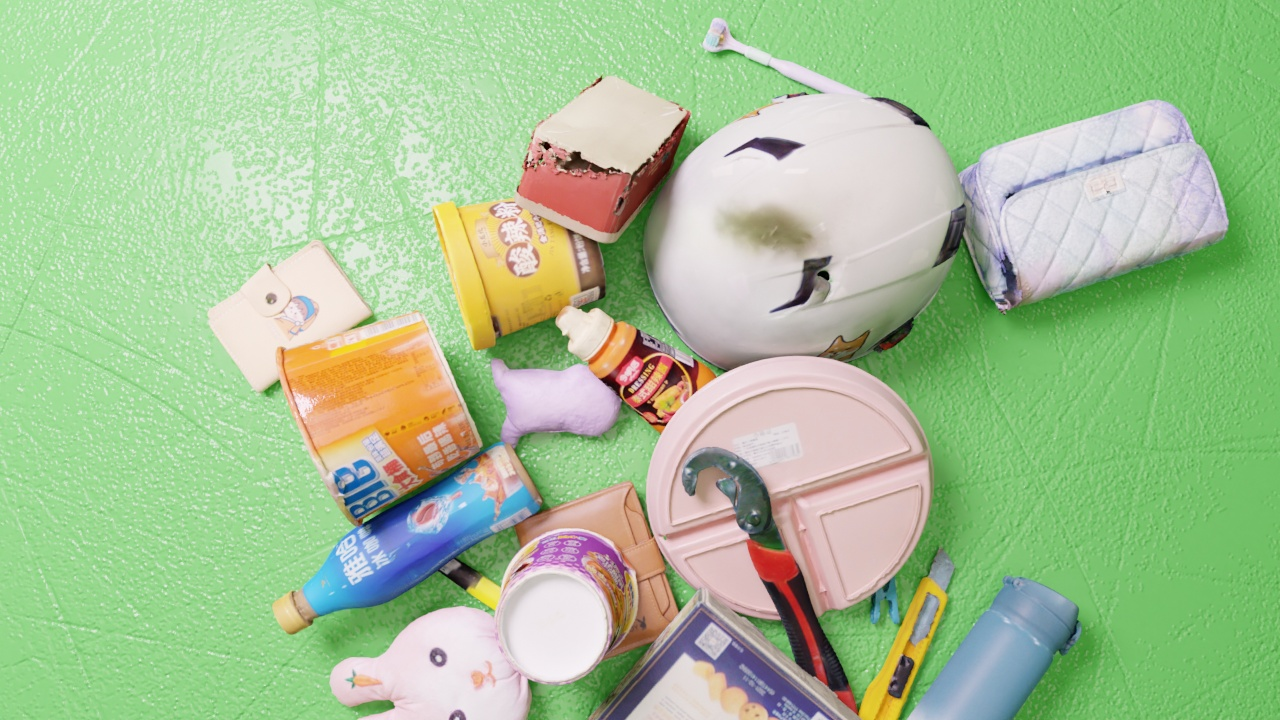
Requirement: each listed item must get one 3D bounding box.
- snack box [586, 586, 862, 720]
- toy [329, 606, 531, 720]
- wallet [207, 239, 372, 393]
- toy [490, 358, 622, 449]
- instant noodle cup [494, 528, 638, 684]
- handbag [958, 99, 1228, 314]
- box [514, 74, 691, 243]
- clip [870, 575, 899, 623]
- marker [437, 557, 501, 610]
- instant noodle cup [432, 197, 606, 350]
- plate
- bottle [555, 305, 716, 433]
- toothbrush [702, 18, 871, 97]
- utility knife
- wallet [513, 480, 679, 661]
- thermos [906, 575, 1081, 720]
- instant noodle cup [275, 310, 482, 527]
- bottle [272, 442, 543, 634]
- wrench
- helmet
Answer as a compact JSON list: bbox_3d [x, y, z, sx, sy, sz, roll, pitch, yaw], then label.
[{"bbox_3d":[0.059,0.305,0.721,0.178,0.045,0.182,40,97,0],"label":"snack box"},{"bbox_3d":[-0.169,0.266,0.733,0.159,0.054,0.121,-20,86,5],"label":"toy"},{"bbox_3d":[-0.296,-0.041,0.768,0.115,0.024,0.087,-36,86,-3],"label":"wallet"},{"bbox_3d":[-0.067,0.037,0.760,0.108,0.039,0.084,-3,103,-4],"label":"toy"},{"bbox_3d":[-0.060,0.187,0.690,0.111,0.099,0.111,0,87,4],"label":"instant noodle cup"},{"bbox_3d":[0.371,-0.131,0.768,0.194,0.075,0.134,-18,86,-2],"label":"handbag"},{"bbox_3d":[-0.024,-0.168,0.708,0.091,0.167,0.076,25,126,4],"label":"box"},{"bbox_3d":[0.204,0.193,0.767,0.047,0.014,0.057,-2,87,0],"label":"clip"},{"bbox_3d":[-0.150,0.176,0.759,0.124,0.015,0.018,32,81,4],"label":"marker"},{"bbox_3d":[-0.095,-0.079,0.734,0.114,0.118,0.118,-16,86,-11],"label":"instant noodle cup"},{"bbox_3d":[0.119,0.109,0.723,0.229,0.028,0.230,0,108,0],"label":"plate"},{"bbox_3d":[-0.004,0.004,0.732,0.149,0.067,0.066,35,85,-19],"label":"bottle"},{"bbox_3d":[0.145,-0.248,0.798,0.189,0.021,0.029,23,99,-2],"label":"toothbrush"},{"bbox_3d":[0.221,0.241,0.762,0.033,0.015,0.180,25,85,-2],"label":"utility knife"},{"bbox_3d":[-0.034,0.176,0.754,0.108,0.031,0.132,-19,87,-2],"label":"wallet"},{"bbox_3d":[0.269,0.273,0.736,0.070,0.070,0.220,38,85,2],"label":"thermos"},{"bbox_3d":[-0.196,0.037,0.708,0.111,0.151,0.151,-24,86,-12],"label":"instant noodle cup"},{"bbox_3d":[-0.184,0.144,0.724,0.218,0.065,0.065,-31,87,-7],"label":"bottle"},{"bbox_3d":[0.110,0.182,0.722,0.056,0.016,0.273,-25,106,11],"label":"wrench"},{"bbox_3d":[0.139,-0.109,0.719,0.274,0.157,0.230,-21,87,-3],"label":"helmet"}]
